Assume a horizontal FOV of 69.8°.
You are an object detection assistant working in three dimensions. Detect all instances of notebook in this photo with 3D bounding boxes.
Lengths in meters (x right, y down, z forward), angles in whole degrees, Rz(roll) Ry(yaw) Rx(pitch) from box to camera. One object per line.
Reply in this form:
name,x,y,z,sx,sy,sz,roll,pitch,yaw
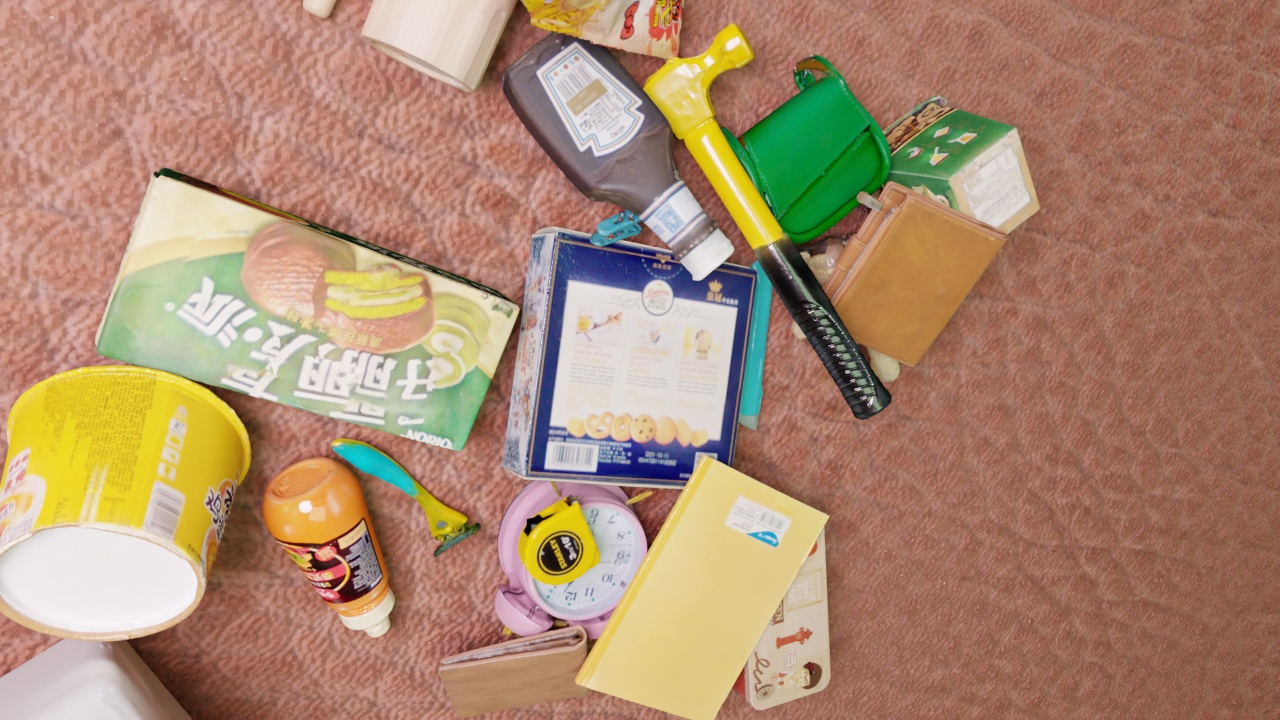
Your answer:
notebook,0.054,0.191,0.744,0.145,0.010,0.206,28,92,-30

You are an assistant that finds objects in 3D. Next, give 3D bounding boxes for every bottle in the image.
bottle,-0.009,-0.140,0.641,0.079,0.044,0.195,-42,94,-10
bottle,-0.214,0.142,0.659,0.066,0.067,0.150,-25,121,-18

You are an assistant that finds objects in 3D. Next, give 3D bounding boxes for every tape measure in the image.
tape measure,-0.062,0.135,0.678,0.057,0.029,0.060,-28,113,-16

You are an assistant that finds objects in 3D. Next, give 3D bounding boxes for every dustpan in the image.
dustpan,-0.339,0.269,0.548,0.142,0.223,0.258,-36,106,-26

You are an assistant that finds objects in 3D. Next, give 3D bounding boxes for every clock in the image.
clock,-0.056,0.168,0.740,0.117,0.060,0.158,11,101,-27

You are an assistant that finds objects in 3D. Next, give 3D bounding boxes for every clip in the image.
clip,-0.014,-0.097,0.666,0.056,0.014,0.047,-32,164,-43

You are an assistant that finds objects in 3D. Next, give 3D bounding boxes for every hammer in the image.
hammer,0.095,-0.087,0.681,0.129,0.032,0.301,-31,97,22

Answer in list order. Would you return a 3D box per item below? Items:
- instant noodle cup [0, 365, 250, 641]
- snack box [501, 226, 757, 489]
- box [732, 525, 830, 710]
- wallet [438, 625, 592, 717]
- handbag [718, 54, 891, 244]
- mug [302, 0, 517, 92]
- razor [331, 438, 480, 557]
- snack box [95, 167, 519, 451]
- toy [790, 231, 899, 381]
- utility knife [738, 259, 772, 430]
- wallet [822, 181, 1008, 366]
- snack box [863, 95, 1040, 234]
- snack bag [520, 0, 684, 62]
instant noodle cup,-0.307,0.089,0.539,0.138,0.109,0.138,-8,133,-9
snack box,-0.004,0.004,0.708,0.177,0.046,0.182,8,89,-28
box,0.114,0.216,0.834,0.091,0.080,0.168,-9,102,-23
wallet,-0.096,0.252,0.732,0.115,0.020,0.101,-9,139,-8
handbag,0.125,-0.163,0.733,0.131,0.068,0.120,-37,109,-10
mug,-0.138,-0.243,0.577,0.124,0.084,0.103,24,95,-5
razor,-0.177,0.096,0.678,0.043,0.028,0.132,-30,123,20
snack box,-0.210,-0.028,0.606,0.240,0.063,0.114,20,97,-29
toy,0.186,-0.041,0.802,0.105,0.066,0.157,-12,122,23
utility knife,0.098,-0.013,0.790,0.029,0.013,0.151,-1,103,-29
wallet,0.204,-0.068,0.729,0.119,0.035,0.131,24,121,-8
snack box,0.266,-0.146,0.778,0.117,0.106,0.118,-37,118,-13
snack bag,-0.015,-0.262,0.586,0.207,0.073,0.129,-27,122,-60
